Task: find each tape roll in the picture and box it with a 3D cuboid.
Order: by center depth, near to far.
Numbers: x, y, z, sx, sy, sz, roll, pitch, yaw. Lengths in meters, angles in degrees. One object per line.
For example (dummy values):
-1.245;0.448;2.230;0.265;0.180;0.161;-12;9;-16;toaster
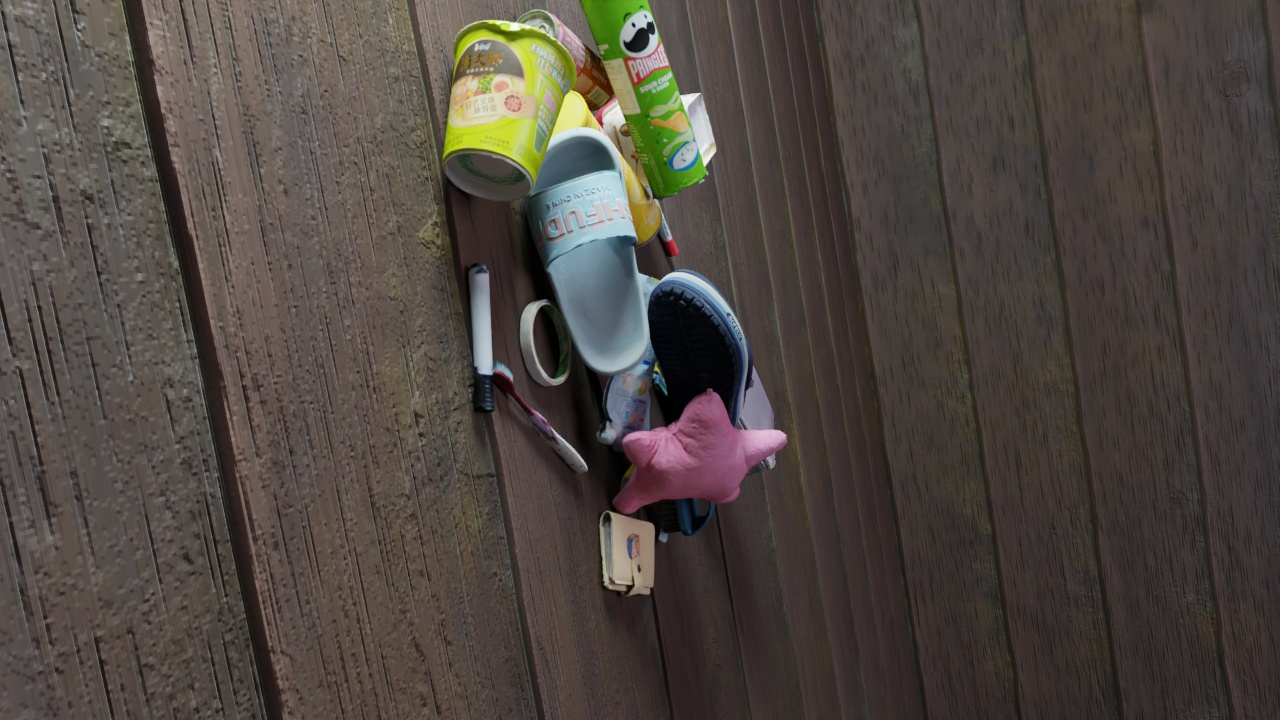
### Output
-0.093;-0.017;0.909;0.085;0.014;0.086;-8;90;-68;tape roll

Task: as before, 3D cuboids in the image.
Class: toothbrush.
-0.094;0.059;0.880;0.187;0.016;0.017;56;24;-47;toothbrush

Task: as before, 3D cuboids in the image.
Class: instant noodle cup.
-0.120;-0.210;0.798;0.111;0.112;0.123;43;51;-57;instant noodle cup
0.018;-0.268;1.119;0.116;0.124;0.117;-60;136;-57;instant noodle cup

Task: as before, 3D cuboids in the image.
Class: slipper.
-0.050;-0.103;0.899;0.074;0.104;0.245;-116;-168;-83;slipper
0.078;-0.007;1.000;0.095;0.105;0.253;-59;154;-31;slipper

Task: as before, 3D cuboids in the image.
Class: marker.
-0.138;-0.020;0.794;0.022;0.018;0.130;20;65;-73;marker
0.021;-0.202;1.248;0.017;0.017;0.145;-74;148;-45;marker

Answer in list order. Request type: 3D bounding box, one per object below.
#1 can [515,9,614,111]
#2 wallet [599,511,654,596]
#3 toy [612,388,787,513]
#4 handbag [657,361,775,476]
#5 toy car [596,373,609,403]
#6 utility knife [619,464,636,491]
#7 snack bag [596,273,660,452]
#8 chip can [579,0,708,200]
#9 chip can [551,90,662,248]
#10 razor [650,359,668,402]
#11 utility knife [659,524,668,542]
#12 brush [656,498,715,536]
-0.080;-0.319;0.985;0.147;0.058;0.058;14;70;-67;can
-0.011;0.217;1.015;0.115;0.024;0.087;35;52;-63;wallet
0.068;0.099;0.993;0.074;0.194;0.179;-112;-154;-45;toy
0.106;0.042;1.229;0.197;0.099;0.144;61;30;-18;handbag
-0.030;0.004;1.025;0.056;0.037;0.122;-56;134;-57;toy car
0.007;0.124;1.095;0.156;0.015;0.033;-42;137;-62;utility knife
-0.006;0.006;0.991;0.110;0.039;0.191;18;81;-70;snack bag
0.005;-0.298;1.006;0.072;0.072;0.236;-64;137;-54;chip can
-0.046;-0.203;1.010;0.213;0.072;0.072;45;43;-56;chip can
0.017;-0.006;1.138;0.142;0.022;0.043;-97;160;-46;razor
0.050;0.149;1.192;0.034;0.018;0.224;60;30;-30;utility knife
0.054;0.146;1.088;0.055;0.074;0.144;-55;139;-56;brush
